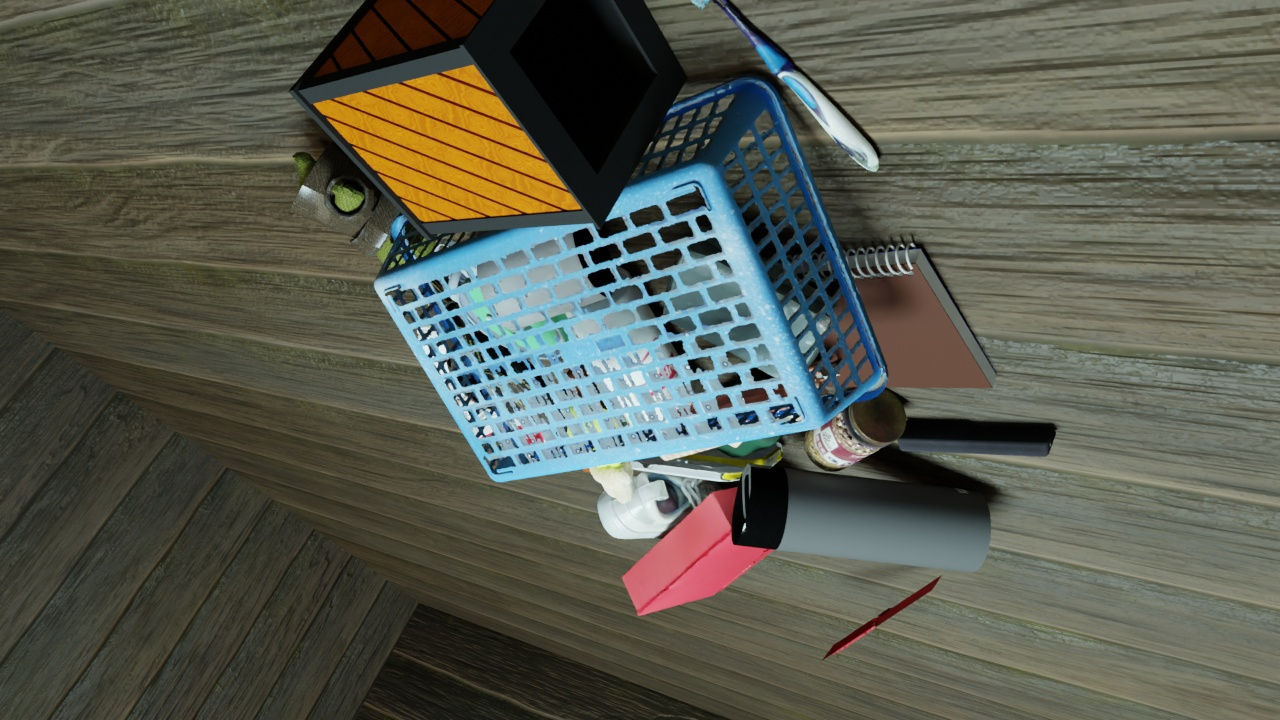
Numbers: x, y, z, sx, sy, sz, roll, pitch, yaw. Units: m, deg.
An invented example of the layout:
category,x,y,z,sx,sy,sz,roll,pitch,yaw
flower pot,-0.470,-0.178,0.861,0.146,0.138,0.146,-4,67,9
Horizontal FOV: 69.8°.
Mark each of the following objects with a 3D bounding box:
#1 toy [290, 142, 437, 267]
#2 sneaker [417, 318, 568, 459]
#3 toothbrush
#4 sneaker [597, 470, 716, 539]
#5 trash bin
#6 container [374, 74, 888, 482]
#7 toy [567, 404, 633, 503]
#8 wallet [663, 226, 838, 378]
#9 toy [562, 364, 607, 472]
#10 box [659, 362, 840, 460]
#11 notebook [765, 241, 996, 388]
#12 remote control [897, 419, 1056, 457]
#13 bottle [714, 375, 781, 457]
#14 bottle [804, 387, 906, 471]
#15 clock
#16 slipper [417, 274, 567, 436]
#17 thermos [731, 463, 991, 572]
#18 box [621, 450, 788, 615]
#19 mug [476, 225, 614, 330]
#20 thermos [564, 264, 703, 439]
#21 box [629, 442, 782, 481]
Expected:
category,x,y,z,sx,sy,sz,roll,pitch,yaw
toy,-0.270,-0.149,0.897,0.152,0.078,0.179,31,178,-18
sneaker,-0.192,0.044,1.150,0.236,0.104,0.091,40,151,-24
toothbrush,0.088,-0.181,0.577,0.189,0.017,0.016,39,151,-21
sneaker,0.055,0.168,1.105,0.091,0.089,0.241,-30,159,29
trash bin,-0.097,-0.182,0.606,0.172,0.139,0.140,3,146,39
container,-0.028,-0.028,0.700,0.363,0.089,0.257,-14,114,32
toy,-0.039,0.096,0.961,0.092,0.046,0.115,9,125,59
wallet,0.087,-0.044,0.735,0.131,0.054,0.101,33,151,9
toy,-0.051,0.059,1.026,0.065,0.128,0.095,-10,-169,-41
box,0.092,0.044,0.837,0.187,0.082,0.042,-19,122,37
notebook,0.167,-0.030,0.777,0.210,0.022,0.171,-1,144,44
remote control,0.298,0.068,0.824,0.137,0.032,0.015,-2,131,44
bottle,0.112,0.054,0.922,0.061,0.061,0.131,32,159,-7
bottle,0.203,0.068,0.880,0.056,0.056,0.105,29,154,-4
clock,-0.138,-0.067,0.929,0.161,0.075,0.122,33,153,-11
slipper,-0.183,-0.003,1.017,0.268,0.075,0.113,47,157,11
thermos,0.216,0.157,0.918,0.240,0.082,0.082,7,154,-3
box,0.088,0.218,1.081,0.164,0.152,0.215,34,129,-9
mug,-0.088,-0.094,0.815,0.097,0.112,0.078,-18,180,20
thermos,-0.005,0.005,0.920,0.099,0.099,0.220,8,145,34
box,0.047,0.108,1.045,0.210,0.129,0.036,4,102,40
